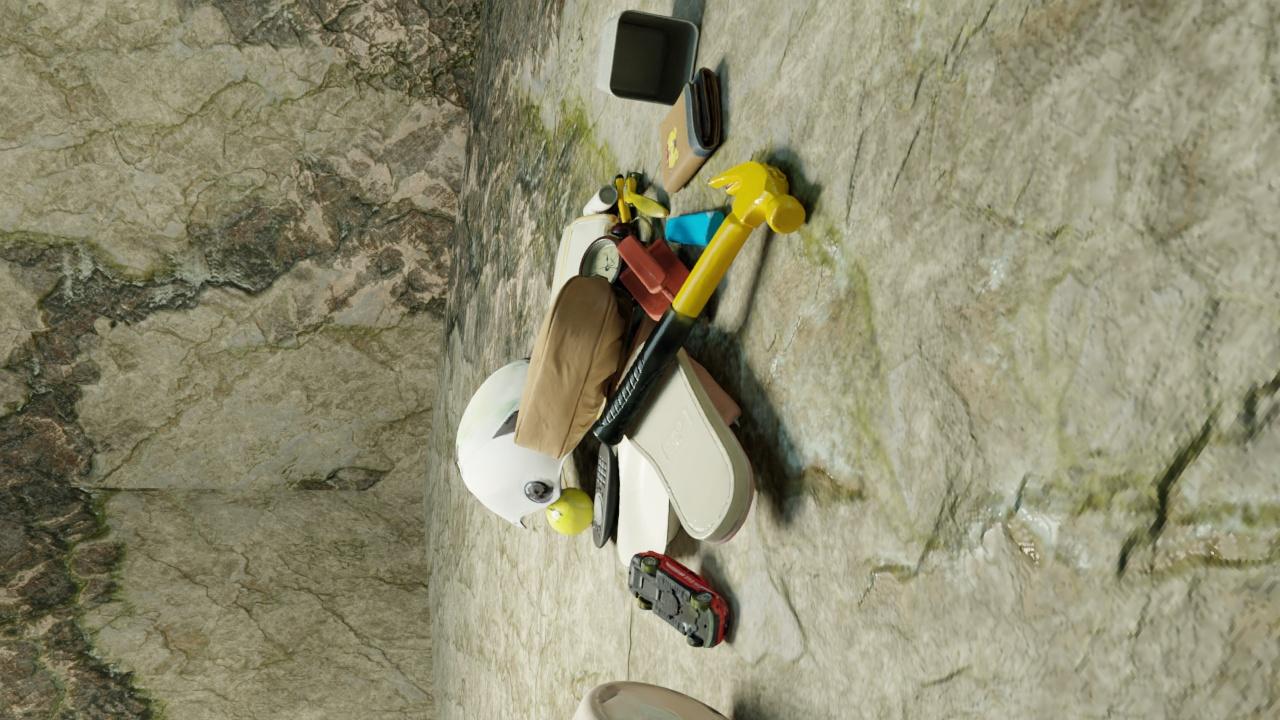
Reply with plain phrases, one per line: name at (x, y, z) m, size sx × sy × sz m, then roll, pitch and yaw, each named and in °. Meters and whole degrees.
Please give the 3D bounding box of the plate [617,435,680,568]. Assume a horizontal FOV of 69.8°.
plate at (0.013, 0.140, 0.983) m, size 0.164 × 0.034 × 0.164 m, roll 147°, pitch 125°, yaw -68°

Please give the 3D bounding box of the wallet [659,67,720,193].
wallet at (0.049, -0.235, 0.948) m, size 0.115 × 0.033 × 0.090 m, roll 140°, pitch 130°, yaw -71°

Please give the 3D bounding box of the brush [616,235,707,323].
brush at (0.018, -0.081, 0.930) m, size 0.063 × 0.069 × 0.145 m, roll -43°, pitch 30°, yaw 6°

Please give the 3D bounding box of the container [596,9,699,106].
container at (0.002, -0.335, 1.020) m, size 0.114 × 0.090 × 0.090 m, roll -126°, pitch 43°, yaw -68°

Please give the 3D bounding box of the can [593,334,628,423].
can at (-0.051, 0.010, 1.130) m, size 0.074 × 0.049 × 0.148 m, roll -55°, pitch -24°, yaw -63°

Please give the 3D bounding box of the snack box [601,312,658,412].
snack box at (-0.006, 0.006, 1.029) m, size 0.158 × 0.026 × 0.084 m, roll 117°, pitch 174°, yaw -50°

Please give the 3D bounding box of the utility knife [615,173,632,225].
utility knife at (-0.017, -0.163, 1.148) m, size 0.033 × 0.015 × 0.192 m, roll 87°, pitch 174°, yaw -55°

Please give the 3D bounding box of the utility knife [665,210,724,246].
utility knife at (0.050, -0.136, 0.947) m, size 0.162 × 0.018 × 0.034 m, roll -154°, pitch 72°, yaw -73°

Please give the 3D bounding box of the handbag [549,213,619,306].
handbag at (-0.062, -0.111, 1.195) m, size 0.179 × 0.063 × 0.163 m, roll -6°, pitch 75°, yaw 65°

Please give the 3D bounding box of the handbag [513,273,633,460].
handbag at (-0.071, 0.006, 1.010) m, size 0.147 × 0.100 × 0.205 m, roll -74°, pitch 5°, yaw -59°

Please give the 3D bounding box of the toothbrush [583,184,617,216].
toothbrush at (-0.062, -0.207, 1.257) m, size 0.026 × 0.026 × 0.221 m, roll -52°, pitch 9°, yaw -8°

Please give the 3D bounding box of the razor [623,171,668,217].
razor at (0.004, -0.190, 1.086) m, size 0.132 × 0.028 × 0.043 m, roll -127°, pitch 47°, yaw -61°

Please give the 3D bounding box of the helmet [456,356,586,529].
helmet at (-0.169, 0.091, 1.275) m, size 0.259 × 0.146 × 0.228 m, roll -49°, pitch 21°, yaw 42°

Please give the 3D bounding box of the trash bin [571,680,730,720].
trash bin at (-0.004, 0.383, 0.749) m, size 0.227 × 0.227 × 0.192 m, roll -155°, pitch 82°, yaw -71°

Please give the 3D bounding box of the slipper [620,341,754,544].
slipper at (0.044, 0.067, 0.837) m, size 0.114 × 0.054 × 0.274 m, roll -63°, pitch 28°, yaw 17°

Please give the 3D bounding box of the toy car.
toy car at (0.037, 0.219, 0.854) m, size 0.120 × 0.045 × 0.053 m, roll 28°, pitch 121°, yaw 45°

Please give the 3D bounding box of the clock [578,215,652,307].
clock at (-0.022, -0.113, 1.074) m, size 0.122 × 0.055 × 0.082 m, roll -53°, pitch 46°, yaw 20°

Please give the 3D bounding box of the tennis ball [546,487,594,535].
tennis ball at (-0.095, 0.206, 1.253) m, size 0.065 × 0.065 × 0.065 m, roll -177°, pitch 91°, yaw -72°

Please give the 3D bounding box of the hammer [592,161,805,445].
hammer at (0.039, -0.044, 0.820) m, size 0.301 × 0.032 × 0.128 m, roll -58°, pitch 27°, yaw 24°

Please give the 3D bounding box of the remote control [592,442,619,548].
remote control at (-0.042, 0.171, 1.162) m, size 0.053 × 0.024 × 0.136 m, roll -150°, pitch 64°, yaw -68°
